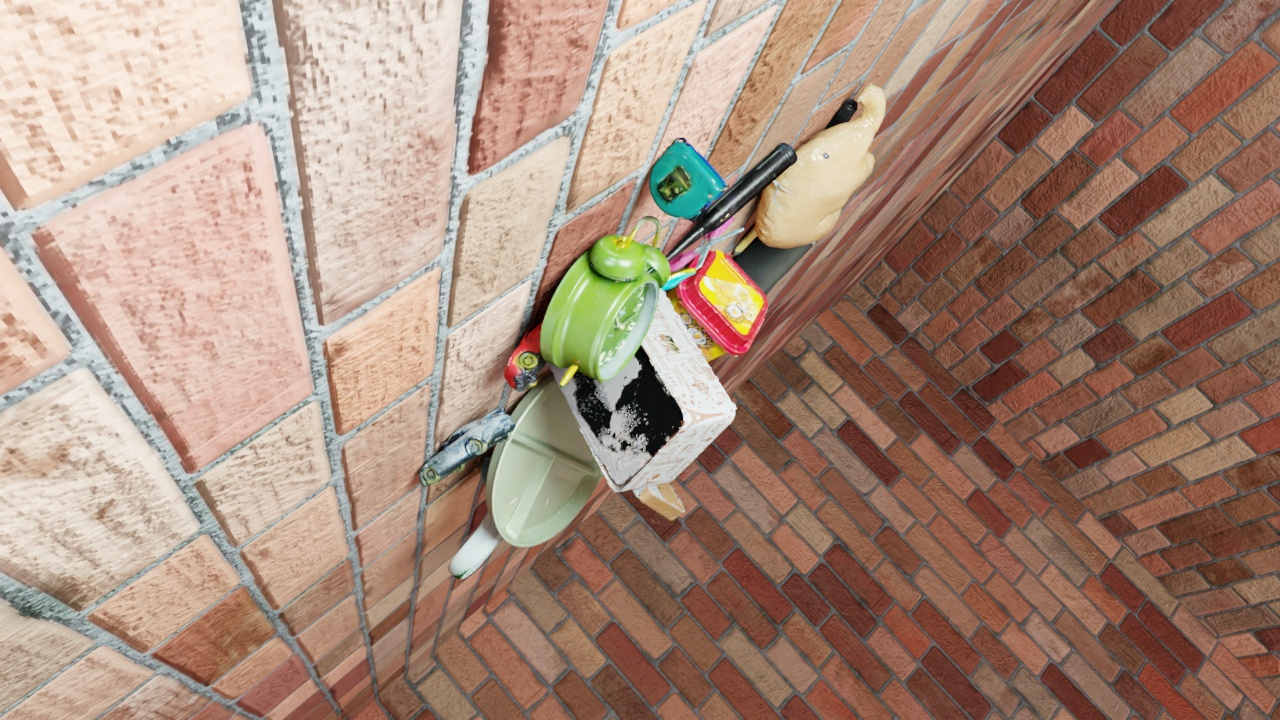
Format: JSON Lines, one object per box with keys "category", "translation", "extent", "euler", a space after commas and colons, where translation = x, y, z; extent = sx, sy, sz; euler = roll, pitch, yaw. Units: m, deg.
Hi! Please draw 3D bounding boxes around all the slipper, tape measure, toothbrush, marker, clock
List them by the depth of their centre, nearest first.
{"category": "tape measure", "translation": [0.034, -0.140, 0.727], "extent": [0.055, 0.058, 0.025], "euler": [-44, 172, 33]}
{"category": "clock", "translation": [-0.025, -0.053, 0.800], "extent": [0.161, 0.056, 0.116], "euler": [-65, 164, 9]}
{"category": "toothbrush", "translation": [0.079, -0.152, 0.965], "extent": [0.212, 0.027, 0.026], "euler": [-41, 126, -5]}
{"category": "marker", "translation": [0.218, -0.258, 1.090], "extent": [0.022, 0.020, 0.132], "euler": [-56, 179, -36]}
{"category": "slipper", "translation": [-0.171, 0.156, 1.139], "extent": [0.244, 0.074, 0.104], "euler": [-57, -177, -26]}

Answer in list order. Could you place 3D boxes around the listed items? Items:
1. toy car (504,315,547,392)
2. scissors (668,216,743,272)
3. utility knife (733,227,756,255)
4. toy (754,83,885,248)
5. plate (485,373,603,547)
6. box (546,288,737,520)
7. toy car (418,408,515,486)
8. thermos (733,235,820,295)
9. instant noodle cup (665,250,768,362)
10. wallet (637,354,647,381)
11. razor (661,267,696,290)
{"category": "toy car", "translation": [-0.087, -0.020, 0.837], "extent": [0.106, 0.031, 0.049], "euler": [-52, 171, -22]}
{"category": "scissors", "translation": [0.065, -0.119, 0.980], "extent": [0.132, 0.017, 0.133], "euler": [-31, -163, 26]}
{"category": "utility knife", "translation": [0.185, -0.204, 1.194], "extent": [0.209, 0.021, 0.030], "euler": [-41, 177, 36]}
{"category": "toy", "translation": [0.209, -0.214, 1.062], "extent": [0.143, 0.082, 0.227], "euler": [-26, 159, -31]}
{"category": "plate", "translation": [-0.102, 0.111, 1.085], "extent": [0.229, 0.027, 0.231], "euler": [-40, 141, -42]}
{"category": "box", "translation": [-0.010, 0.056, 0.957], "extent": [0.132, 0.179, 0.272], "euler": [-21, 153, -20]}
{"category": "toy car", "translation": [-0.180, 0.089, 0.937], "extent": [0.121, 0.037, 0.054], "euler": [-36, 175, 26]}
{"category": "thermos", "translation": [0.155, -0.111, 1.286], "extent": [0.243, 0.068, 0.090], "euler": [-47, 145, 13]}
{"category": "instant noodle cup", "translation": [0.071, -0.051, 1.112], "extent": [0.124, 0.116, 0.115], "euler": [-36, -166, 41]}
{"category": "wallet", "translation": [-0.007, 0.006, 1.103], "extent": [0.096, 0.020, 0.123], "euler": [10, 159, -23]}
{"category": "razor", "translation": [0.007, -0.066, 1.032], "extent": [0.132, 0.028, 0.043], "euler": [-38, -175, -1]}
